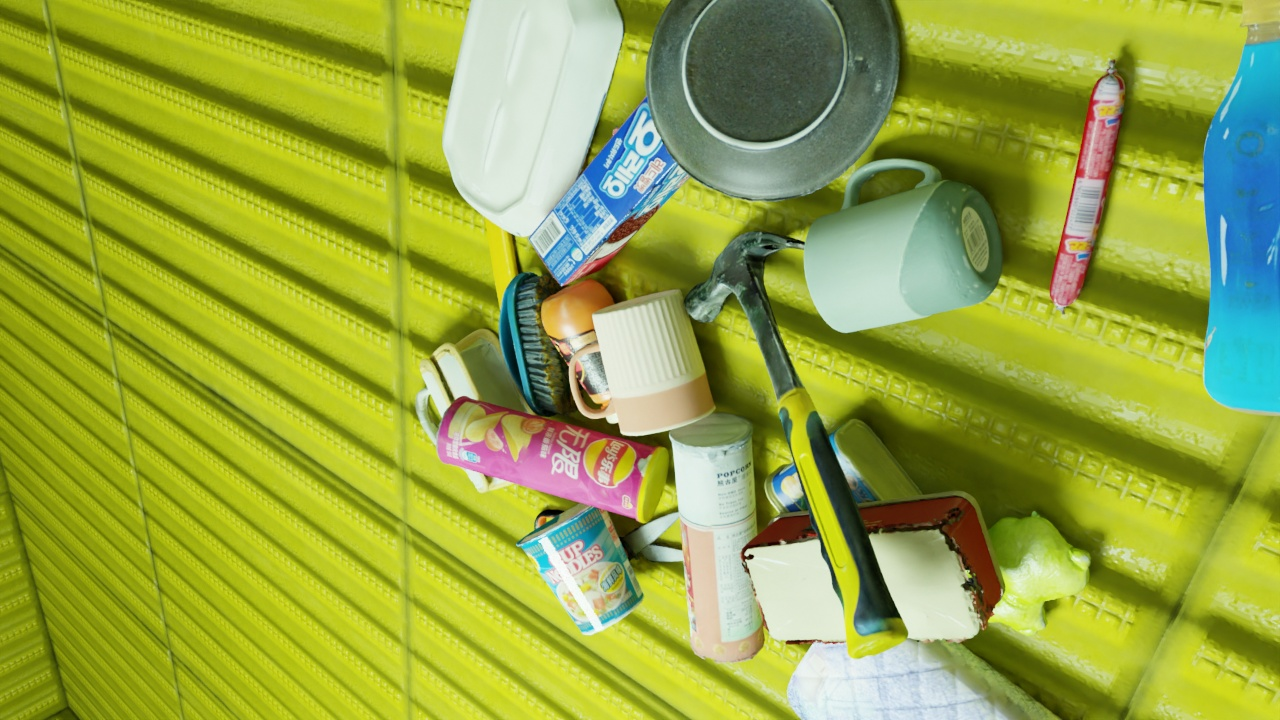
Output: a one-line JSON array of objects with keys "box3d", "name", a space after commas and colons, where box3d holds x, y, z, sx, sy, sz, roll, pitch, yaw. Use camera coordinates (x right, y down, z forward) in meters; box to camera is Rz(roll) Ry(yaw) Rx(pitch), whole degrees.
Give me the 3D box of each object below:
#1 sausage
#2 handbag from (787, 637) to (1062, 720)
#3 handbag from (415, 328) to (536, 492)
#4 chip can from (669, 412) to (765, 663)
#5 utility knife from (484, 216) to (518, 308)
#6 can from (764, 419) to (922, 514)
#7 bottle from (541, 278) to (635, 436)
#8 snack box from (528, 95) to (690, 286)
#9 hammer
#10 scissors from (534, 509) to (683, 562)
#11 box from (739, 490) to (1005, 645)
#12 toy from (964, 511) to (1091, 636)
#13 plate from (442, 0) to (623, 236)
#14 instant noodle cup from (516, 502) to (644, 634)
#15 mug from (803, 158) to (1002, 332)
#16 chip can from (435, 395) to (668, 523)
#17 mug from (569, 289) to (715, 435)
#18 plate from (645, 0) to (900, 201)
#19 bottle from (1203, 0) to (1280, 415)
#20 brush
[{"box3d": [0.271, -0.101, 0.555, 0.020, 0.020, 0.156, 19, 120, 34], "name": "sausage"}, {"box3d": [0.222, 0.275, 0.725, 0.194, 0.075, 0.134, 37, 124, 21], "name": "handbag"}, {"box3d": [-0.192, 0.068, 0.999, 0.179, 0.063, 0.163, -27, 89, 47], "name": "handbag"}, {"box3d": [0.070, 0.158, 0.804, 0.071, 0.071, 0.215, 9, 115, 38], "name": "chip can"}, {"box3d": [-0.132, -0.101, 0.900, 0.033, 0.015, 0.168, 5, 110, 33], "name": "utility knife"}, {"box3d": [0.162, 0.108, 0.715, 0.102, 0.057, 0.083, 53, 130, 9], "name": "can"}, {"box3d": [-0.034, 0.002, 0.836, 0.067, 0.066, 0.149, -16, 105, 43], "name": "bottle"}, {"box3d": [-0.013, -0.142, 0.751, 0.057, 0.058, 0.208, 55, 134, 7], "name": "snack box"}, {"box3d": [0.113, 0.042, 0.643, 0.126, 0.031, 0.322, -49, 45, 42], "name": "hammer"}, {"box3d": [-0.036, 0.190, 0.942, 0.198, 0.021, 0.228, 41, 130, 20], "name": "scissors"}, {"box3d": [0.158, 0.155, 0.649, 0.169, 0.076, 0.091, -16, 96, 39], "name": "box"}, {"box3d": [0.270, 0.153, 0.659, 0.097, 0.031, 0.100, 11, 116, 39], "name": "toy"}, {"box3d": [-0.109, -0.234, 0.799, 0.162, 0.034, 0.266, 37, 125, 21], "name": "plate"}, {"box3d": [-0.051, 0.201, 0.893, 0.099, 0.099, 0.110, -31, 88, 44], "name": "instant noodle cup"}, {"box3d": [0.174, -0.082, 0.610, 0.107, 0.082, 0.111, -13, 76, 43], "name": "mug"}, {"box3d": [-0.084, 0.091, 0.864, 0.211, 0.071, 0.071, 13, 118, 16], "name": "chip can"}, {"box3d": [-0.005, 0.005, 0.780, 0.114, 0.081, 0.106, -15, 98, 4], "name": "mug"}, {"box3d": [0.084, -0.200, 0.625, 0.180, 0.024, 0.179, 2, 97, 21], "name": "plate"}, {"box3d": [0.332, -0.082, 0.480, 0.065, 0.065, 0.219, 3, 111, 39], "name": "bottle"}, {"box3d": [-0.102, -0.014, 0.883, 0.074, 0.055, 0.144, 2, 110, 35], "name": "brush"}]
